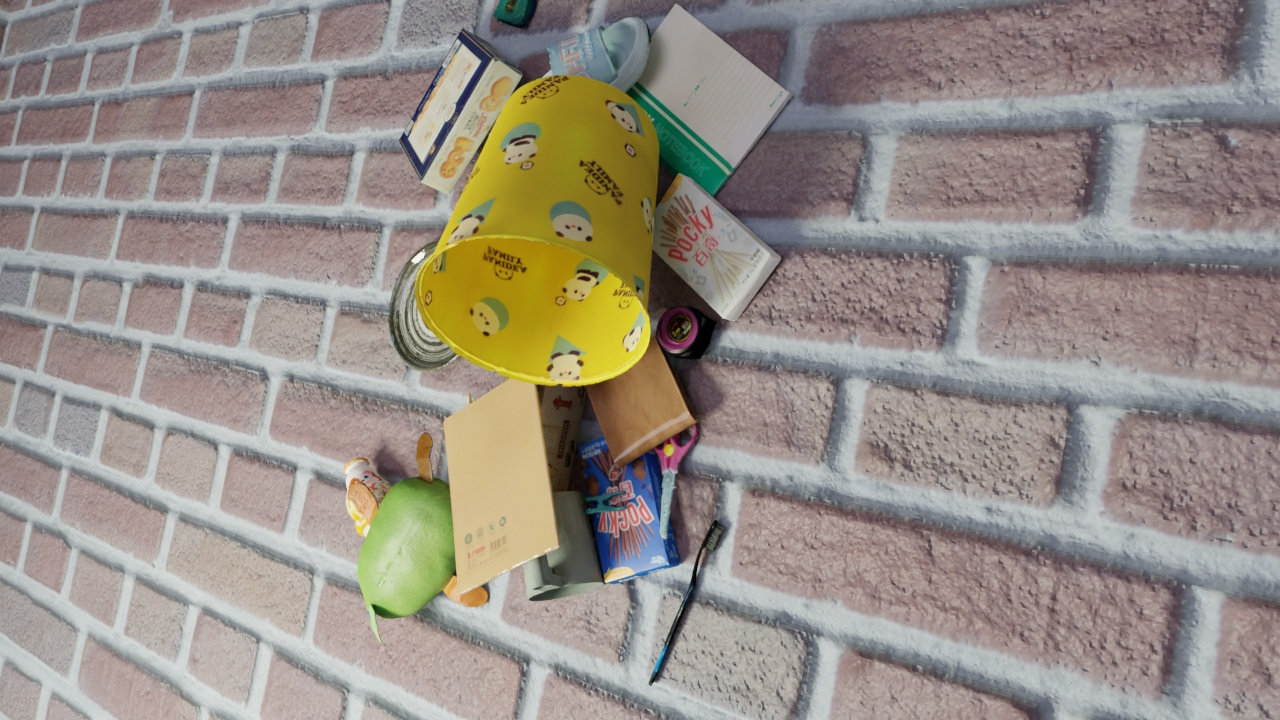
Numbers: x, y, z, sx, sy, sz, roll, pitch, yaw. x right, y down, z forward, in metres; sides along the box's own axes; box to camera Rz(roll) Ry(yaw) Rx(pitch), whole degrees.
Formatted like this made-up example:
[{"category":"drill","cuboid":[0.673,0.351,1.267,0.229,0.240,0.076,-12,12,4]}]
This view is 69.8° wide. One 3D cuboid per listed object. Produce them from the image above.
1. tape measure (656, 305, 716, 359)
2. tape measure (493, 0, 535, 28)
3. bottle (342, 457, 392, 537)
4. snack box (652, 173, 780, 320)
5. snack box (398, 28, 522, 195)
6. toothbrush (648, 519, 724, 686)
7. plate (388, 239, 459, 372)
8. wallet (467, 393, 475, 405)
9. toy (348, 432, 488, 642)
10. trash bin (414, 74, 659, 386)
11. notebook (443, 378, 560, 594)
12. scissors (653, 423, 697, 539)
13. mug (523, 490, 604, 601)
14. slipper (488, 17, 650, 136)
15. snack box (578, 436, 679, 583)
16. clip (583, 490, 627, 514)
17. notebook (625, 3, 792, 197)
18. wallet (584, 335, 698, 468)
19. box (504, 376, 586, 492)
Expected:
[{"category":"tape measure","cuboid":[0.048,-0.029,0.977,0.058,0.039,0.057,25,96,31]},{"category":"tape measure","cuboid":[-0.166,-0.471,1.217,0.058,0.025,0.054,30,100,34]},{"category":"bottle","cuboid":[-0.357,0.180,1.209,0.063,0.063,0.108,-46,59,20]},{"category":"snack box","cuboid":[0.071,-0.122,0.981,0.157,0.026,0.085,47,114,30]},{"category":"snack box","cuboid":[-0.241,-0.327,1.196,0.178,0.045,0.182,-55,36,14]},{"category":"toothbrush","cuboid":[0.046,0.252,0.943,0.016,0.014,0.189,22,96,12]},{"category":"plate","cuboid":[-0.267,-0.071,1.218,0.180,0.024,0.179,-7,77,32]},{"category":"wallet","cuboid":[-0.192,0.097,1.089,0.024,0.115,0.087,-13,62,-12]},{"category":"toy","cuboid":[-0.272,0.219,1.122,0.227,0.089,0.247,37,105,17]},{"category":"trash bin","cuboid":[-0.086,-0.140,0.950,0.230,0.229,0.254,-16,48,32]},{"category":"notebook","cuboid":[-0.152,0.125,0.974,0.148,0.008,0.207,-31,55,29]},{"category":"scissors","cuboid":[0.031,0.121,0.963,0.057,0.017,0.133,-4,67,24]},{"category":"mug","cuboid":[-0.095,0.197,0.987,0.084,0.124,0.103,-16,68,10]},{"category":"slipper","cuboid":[-0.094,-0.334,1.094,0.246,0.074,0.103,-29,46,23]},{"category":"snack box","cuboid":[-0.014,0.155,0.994,0.085,0.026,0.157,-24,69,29]},{"category":"clip","cuboid":[-0.038,0.154,0.985,0.057,0.014,0.043,-17,72,33]},{"category":"notebook","cuboid":[0.057,-0.291,1.036,0.151,0.012,0.209,-52,57,18]},{"category":"wallet","cuboid":[-0.002,0.043,0.985,0.101,0.020,0.115,-32,59,15]},{"category":"box","cuboid":[-0.122,0.066,1.045,0.077,0.091,0.168,9,87,30]}]
